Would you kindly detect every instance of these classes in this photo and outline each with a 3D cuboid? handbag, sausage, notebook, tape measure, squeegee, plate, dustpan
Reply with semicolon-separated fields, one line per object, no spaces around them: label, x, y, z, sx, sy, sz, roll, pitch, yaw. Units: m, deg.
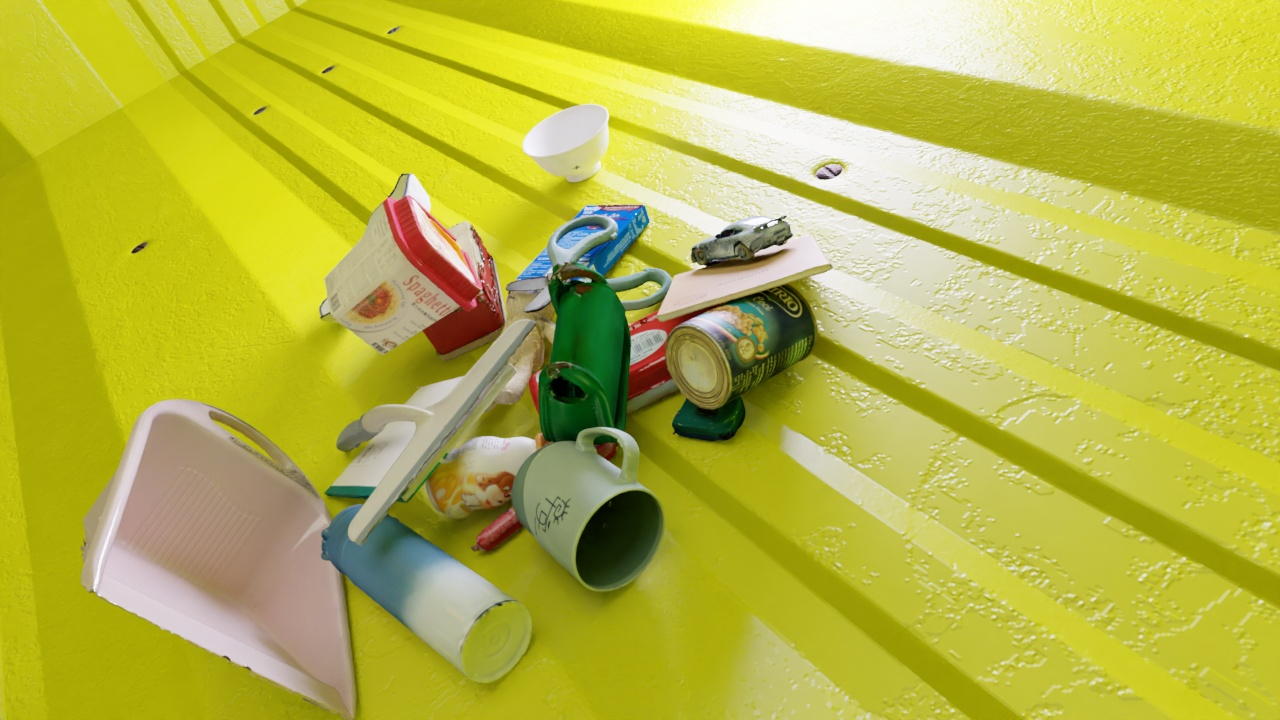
handbag;-0.051;-0.002;0.760;0.068;0.120;0.131;-2;53;11
sausage;-0.079;0.113;0.780;0.155;0.020;0.020;-36;40;-13
notebook;0.094;-0.080;0.838;0.148;0.008;0.207;-17;12;10
notebook;-0.208;0.069;0.845;0.210;0.012;0.150;-10;37;54
tape measure;0.060;0.043;0.778;0.058;0.025;0.054;6;49;33
squeegee;-0.236;0.059;0.840;0.247;0.039;0.245;-14;35;51
plate;-0.314;-0.129;1.097;0.205;0.045;0.204;-44;26;28
dustpan;-0.318;0.132;0.730;0.274;0.222;0.138;14;64;48

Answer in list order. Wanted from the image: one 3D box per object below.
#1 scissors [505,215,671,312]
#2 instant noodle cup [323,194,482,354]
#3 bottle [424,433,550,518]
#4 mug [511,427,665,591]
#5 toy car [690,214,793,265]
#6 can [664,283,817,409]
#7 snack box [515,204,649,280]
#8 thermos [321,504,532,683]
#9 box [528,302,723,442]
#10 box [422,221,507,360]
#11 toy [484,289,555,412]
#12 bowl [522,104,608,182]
scissors;-0.060;-0.102;0.950;0.173;0.019;0.177;-6;50;-12
instant noodle cup;-0.244;-0.082;0.926;0.124;0.116;0.116;-37;45;7
bottle;-0.128;0.095;0.791;0.108;0.063;0.063;-19;39;9
mug;-0.040;0.102;0.704;0.106;0.082;0.112;30;104;50
toy car;0.097;-0.119;0.905;0.054;0.037;0.121;-26;11;-31
can;0.083;-0.013;0.763;0.110;0.075;0.075;-27;34;-35
snack box;-0.062;-0.123;1.022;0.085;0.026;0.156;5;42;33
thermos;-0.176;0.174;0.728;0.221;0.070;0.070;20;57;42
box;-0.003;0.008;0.847;0.201;0.048;0.087;-26;41;-1
box;-0.209;-0.089;1.031;0.091;0.079;0.168;-25;39;3
toy;-0.124;-0.014;0.911;0.105;0.066;0.156;-19;39;36
bowl;-0.085;-0.271;1.183;0.118;0.065;0.118;-15;40;13
